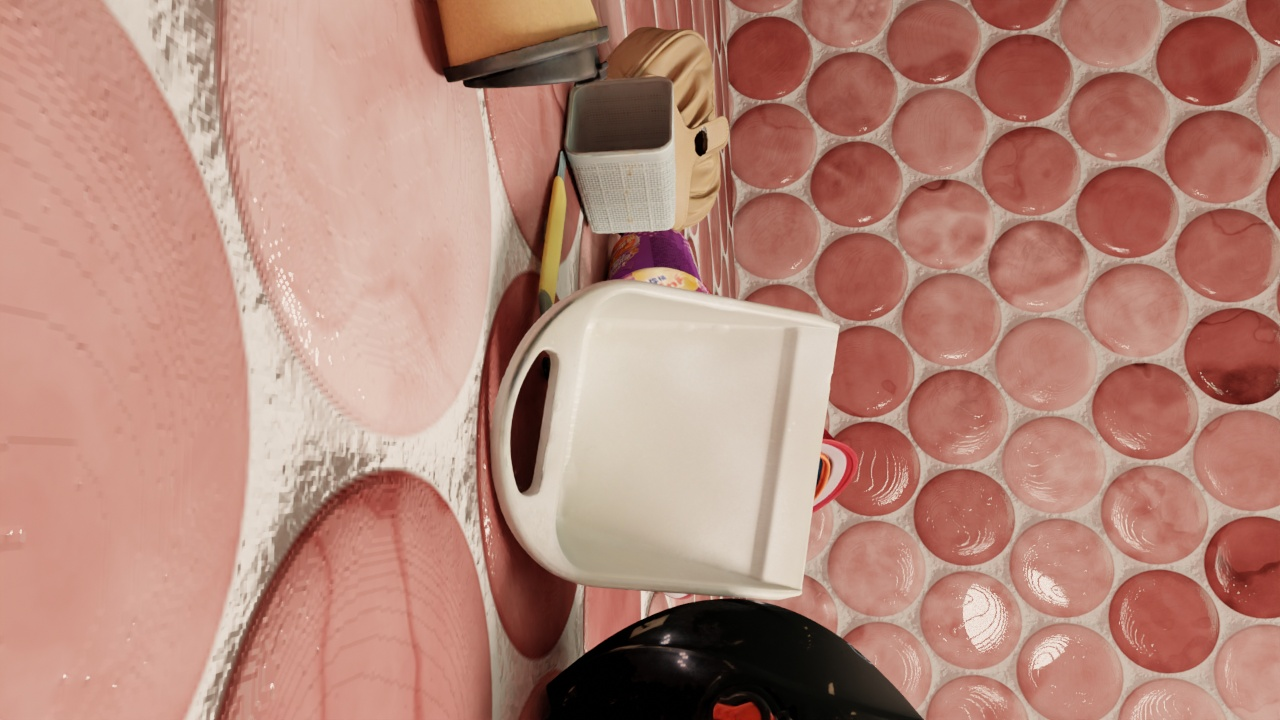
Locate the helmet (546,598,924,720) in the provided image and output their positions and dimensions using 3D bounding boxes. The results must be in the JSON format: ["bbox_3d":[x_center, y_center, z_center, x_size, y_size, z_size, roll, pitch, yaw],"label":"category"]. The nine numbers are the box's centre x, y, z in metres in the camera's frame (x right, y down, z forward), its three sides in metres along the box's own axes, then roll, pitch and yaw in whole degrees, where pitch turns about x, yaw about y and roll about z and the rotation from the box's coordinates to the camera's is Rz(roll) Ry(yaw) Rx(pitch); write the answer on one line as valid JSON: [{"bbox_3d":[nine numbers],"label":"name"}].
[{"bbox_3d":[0.060,0.272,0.613,0.230,0.275,0.233,61,3,36],"label":"helmet"}]

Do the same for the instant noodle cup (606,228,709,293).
[{"bbox_3d":[0.012,-0.073,0.901,0.099,0.111,0.112,-95,175,-48],"label":"instant noodle cup"}]

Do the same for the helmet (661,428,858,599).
[{"bbox_3d":[0.079,0.112,0.920,0.144,0.240,0.207,57,-11,34],"label":"helmet"}]

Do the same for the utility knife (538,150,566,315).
[{"bbox_3d":[-0.063,-0.102,0.698,0.031,0.020,0.195,83,11,-48],"label":"utility knife"}]

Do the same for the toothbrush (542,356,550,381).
[{"bbox_3d":[-0.051,0.038,0.744,0.190,0.016,0.014,69,27,-64],"label":"toothbrush"}]

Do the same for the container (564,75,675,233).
[{"bbox_3d":[-0.012,-0.176,0.812,0.112,0.090,0.090,80,10,-57],"label":"container"}]

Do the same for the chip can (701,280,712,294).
[{"bbox_3d":[0.057,-0.044,0.991,0.216,0.073,0.073,-121,-162,-56],"label":"chip can"}]

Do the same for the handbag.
[{"bbox_3d":[0.023,-0.222,0.921,0.147,0.100,0.205,-42,136,-35],"label":"handbag"}]

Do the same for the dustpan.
[{"bbox_3d":[0.027,0.056,0.633,0.143,0.257,0.222,172,-73,-81],"label":"dustpan"}]

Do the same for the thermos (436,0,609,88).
[{"bbox_3d":[-0.073,-0.212,0.484,0.092,0.093,0.143,-69,148,-66],"label":"thermos"}]
